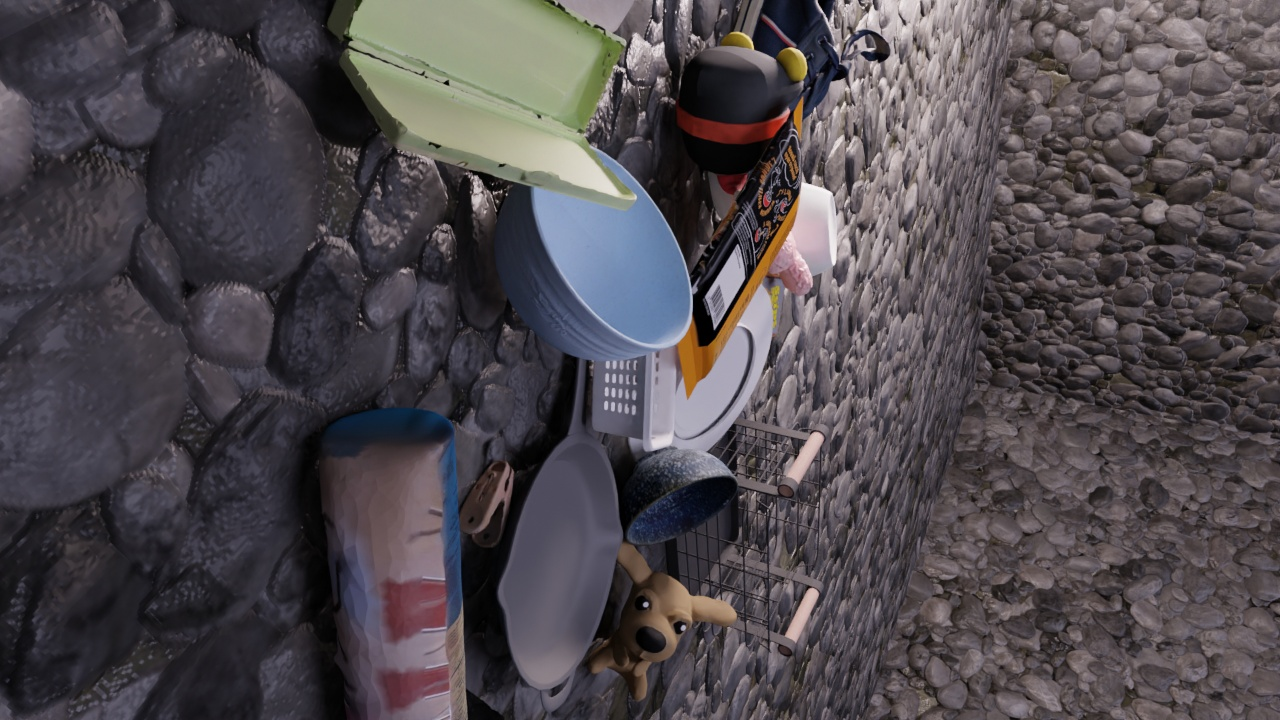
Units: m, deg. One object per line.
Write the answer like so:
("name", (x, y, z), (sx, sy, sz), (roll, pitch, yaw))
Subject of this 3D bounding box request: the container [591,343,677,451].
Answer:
("container", (-0.004, 0.004, 0.723), (0.080, 0.049, 0.129), (5, 87, -75))

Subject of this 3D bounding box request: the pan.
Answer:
("pan", (-0.060, 0.090, 0.708), (0.216, 0.024, 0.354), (1, 94, -69))

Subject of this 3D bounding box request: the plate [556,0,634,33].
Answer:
("plate", (-0.037, -0.298, 0.565), (0.188, 0.027, 0.188), (11, 89, -71))

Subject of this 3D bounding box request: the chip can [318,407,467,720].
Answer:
("chip can", (-0.138, 0.145, 0.525), (0.079, 0.080, 0.230), (-32, 128, -56))

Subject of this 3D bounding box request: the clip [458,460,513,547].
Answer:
("clip", (-0.102, 0.102, 0.635), (0.041, 0.024, 0.060), (73, 34, -45))

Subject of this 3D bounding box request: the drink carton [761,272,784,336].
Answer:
("drink carton", (0.105, -0.061, 0.954), (0.124, 0.048, 0.076), (-4, 105, -63))

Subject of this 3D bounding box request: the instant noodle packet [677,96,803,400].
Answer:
("instant noodle packet", (0.086, -0.088, 0.771), (0.220, 0.032, 0.160), (-59, 161, -19))

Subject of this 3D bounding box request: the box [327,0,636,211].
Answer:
("box", (-0.078, -0.151, 0.502), (0.187, 0.064, 0.130), (1, 80, -55))

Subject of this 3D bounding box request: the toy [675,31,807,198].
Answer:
("toy", (0.078, -0.208, 0.787), (0.099, 0.097, 0.119), (-28, 135, -36))

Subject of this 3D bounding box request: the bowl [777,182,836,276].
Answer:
("bowl", (0.182, -0.144, 1.024), (0.116, 0.066, 0.116), (-1, 90, -72))

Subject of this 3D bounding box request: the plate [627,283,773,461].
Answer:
("plate", (0.065, 0.019, 0.872), (0.208, 0.015, 0.209), (-33, 139, -34))

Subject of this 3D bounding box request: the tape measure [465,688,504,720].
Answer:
("tape measure", (-0.129, 0.261, 0.632), (0.062, 0.038, 0.067), (-62, 150, -30))

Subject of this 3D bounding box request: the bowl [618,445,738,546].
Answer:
("bowl", (0.026, 0.115, 0.841), (0.114, 0.060, 0.114), (-21, 149, -13))

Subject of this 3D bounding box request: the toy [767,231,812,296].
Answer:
("toy", (0.137, -0.113, 0.934), (0.105, 0.053, 0.108), (42, 16, -24))

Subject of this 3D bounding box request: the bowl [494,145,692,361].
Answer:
("bowl", (-0.041, -0.060, 0.602), (0.150, 0.075, 0.150), (35, 41, -37))

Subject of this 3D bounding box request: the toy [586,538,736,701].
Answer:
("toy", (0.004, 0.247, 0.845), (0.108, 0.134, 0.105), (-56, -177, 17))

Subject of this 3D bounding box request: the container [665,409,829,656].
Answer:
("container", (0.123, 0.184, 1.001), (0.162, 0.130, 0.242), (-47, 140, -47))

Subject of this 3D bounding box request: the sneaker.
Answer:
("sneaker", (0.151, -0.265, 0.876), (0.120, 0.127, 0.294), (25, 80, -62))
